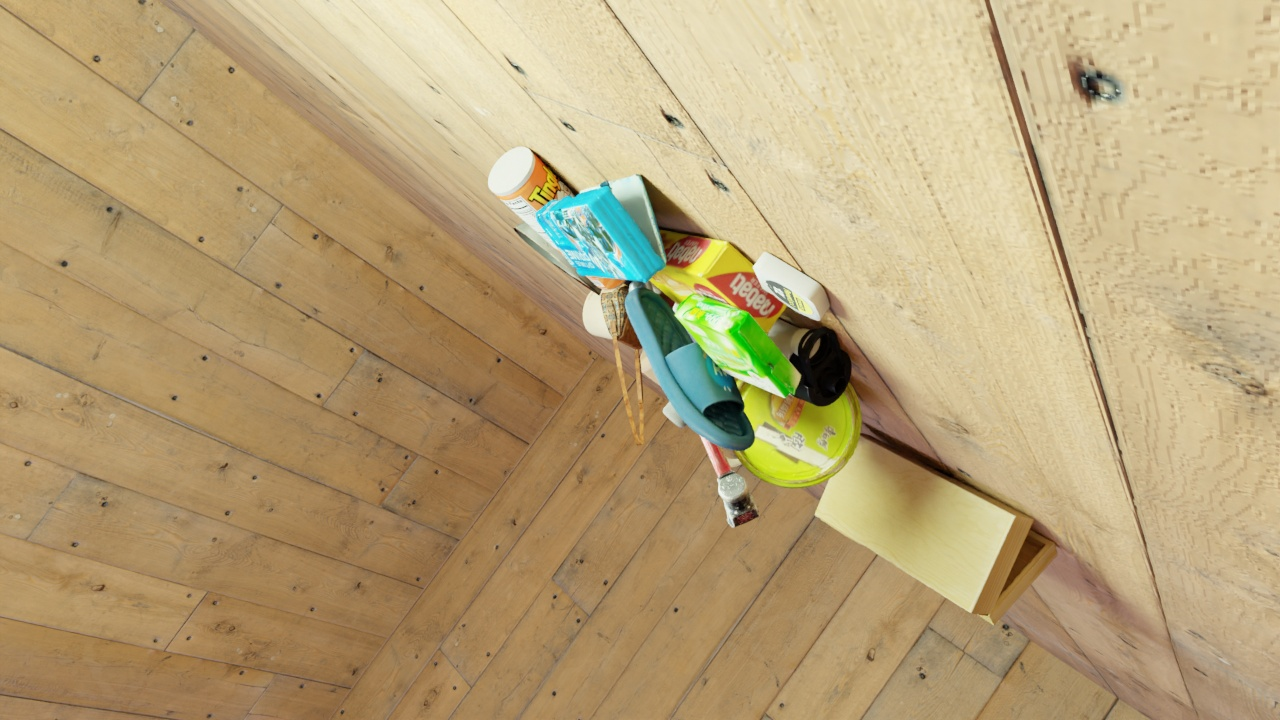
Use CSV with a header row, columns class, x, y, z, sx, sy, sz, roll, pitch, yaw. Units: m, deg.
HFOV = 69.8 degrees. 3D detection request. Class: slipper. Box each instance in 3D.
class,x,y,z,sx,sy,sz,roll,pitch,yaw
slipper,0.056,0.003,0.933,0.103,0.059,0.213,14,-141,-53

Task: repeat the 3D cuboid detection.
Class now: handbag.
class,x,y,z,sx,sy,sz,roll,pitch,yaw
handbag,-0.007,0.007,1.134,0.043,0.195,0.093,-10,169,17

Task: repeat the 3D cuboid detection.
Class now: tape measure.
class,x,y,z,sx,sy,sz,roll,pitch,yaw
tape measure,0.127,-0.061,0.771,0.065,0.016,0.064,34,176,24

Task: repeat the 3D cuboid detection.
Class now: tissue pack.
class,x,y,z,sx,sy,sz,roll,pitch,yaw
tissue pack,0.090,-0.014,0.848,0.099,0.034,0.114,46,169,-29

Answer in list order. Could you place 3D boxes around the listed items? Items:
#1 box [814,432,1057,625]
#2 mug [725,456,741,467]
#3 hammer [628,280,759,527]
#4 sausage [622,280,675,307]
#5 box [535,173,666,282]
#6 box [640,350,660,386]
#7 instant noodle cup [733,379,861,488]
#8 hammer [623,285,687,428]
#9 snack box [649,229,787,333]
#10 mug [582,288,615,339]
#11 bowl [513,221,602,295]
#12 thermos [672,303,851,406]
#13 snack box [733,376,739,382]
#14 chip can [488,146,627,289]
class,x,y,z,sx,sy,sz,roll,pitch,yaw
box,0.354,0.203,1.131,0.148,0.141,0.249,29,-179,-39
mug,0.147,0.093,1.265,0.097,0.121,0.081,42,166,-25
hammer,0.056,0.041,1.037,0.140,0.036,0.325,65,-178,-59
sausage,-0.014,-0.114,1.181,0.155,0.040,0.040,34,176,24
box,-0.035,-0.131,0.909,0.091,0.066,0.243,52,171,-16
box,0.096,0.016,1.337,0.216,0.063,0.156,37,-151,-19
instant noodle cup,0.173,0.067,1.029,0.146,0.146,0.097,35,-174,12
hammer,0.033,-0.035,1.220,0.035,0.139,0.312,38,-175,-32
snack box,0.058,-0.083,0.903,0.092,0.042,0.201,39,175,-25
mug,-0.020,-0.072,1.505,0.111,0.085,0.104,0,-168,-45
bowl,-0.100,-0.156,1.269,0.150,0.056,0.151,38,178,1
thermos,0.116,-0.027,0.947,0.230,0.068,0.101,30,160,49
snack box,0.101,-0.014,1.214,0.149,0.061,0.025,32,173,48
chip can,-0.087,-0.161,1.077,0.062,0.062,0.210,32,175,43
